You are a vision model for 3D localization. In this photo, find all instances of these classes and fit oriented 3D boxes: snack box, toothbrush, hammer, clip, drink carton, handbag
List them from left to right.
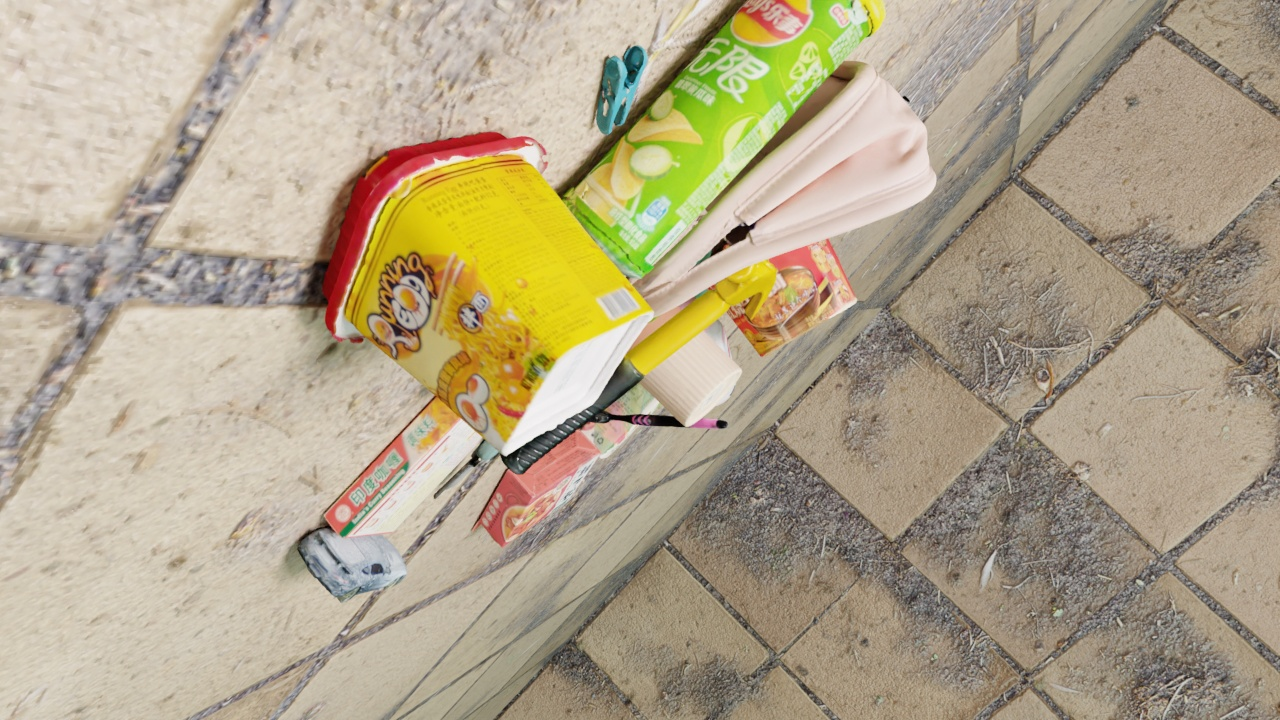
[{"bbox_3d":[-0.160,0.070,0.691,0.156,0.027,0.077,-46,167,3],"label":"snack box"},{"bbox_3d":[-0.115,0.145,1.010,0.113,0.044,0.127,-31,161,-46],"label":"snack box"},{"bbox_3d":[-0.013,-0.149,0.509,0.047,0.014,0.057,-40,164,-30],"label":"clip"},{"bbox_3d":[-0.012,0.052,1.038,0.122,0.045,0.053,-46,172,5],"label":"drink carton"},{"bbox_3d":[-0.005,0.005,0.808,0.301,0.033,0.128,-38,164,15],"label":"hammer"},{"bbox_3d":[0.011,0.063,0.955,0.190,0.014,0.017,0,-176,40],"label":"toothbrush"},{"bbox_3d":[0.077,-0.109,0.650,0.234,0.093,0.193,-35,-165,10],"label":"handbag"}]

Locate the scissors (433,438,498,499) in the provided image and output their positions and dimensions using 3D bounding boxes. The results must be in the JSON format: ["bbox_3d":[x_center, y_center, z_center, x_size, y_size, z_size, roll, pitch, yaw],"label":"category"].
[{"bbox_3d":[-0.113,0.060,0.759,0.177,0.019,0.171,-43,-178,-7],"label":"scissors"}]

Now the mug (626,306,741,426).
[{"bbox_3d":[0.038,0.003,0.908,0.082,0.106,0.114,-46,166,5],"label":"mug"}]

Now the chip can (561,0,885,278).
[{"bbox_3d":[0.045,-0.148,0.558,0.221,0.072,0.072,-47,167,5],"label":"chip can"}]

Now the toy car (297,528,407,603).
[{"bbox_3d":[-0.216,0.151,0.707,0.037,0.054,0.120,-43,167,1],"label":"toy car"}]

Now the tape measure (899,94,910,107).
[{"bbox_3d":[0.246,-0.246,0.948,0.065,0.033,0.066,-45,169,-10],"label":"tape measure"}]

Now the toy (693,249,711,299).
[{"bbox_3d":[0.040,-0.087,0.780,0.091,0.030,0.097,-43,138,-45],"label":"toy"}]

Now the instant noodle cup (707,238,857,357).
[{"bbox_3d":[0.138,-0.076,0.895,0.138,0.108,0.138,-31,177,-2],"label":"instant noodle cup"}]

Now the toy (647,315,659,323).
[{"bbox_3d":[0.006,-0.052,0.814,0.100,0.031,0.096,-47,165,10],"label":"toy"}]

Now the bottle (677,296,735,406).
[{"bbox_3d":[0.069,-0.010,1.030,0.068,0.068,0.197,-43,157,-10],"label":"bottle"}]

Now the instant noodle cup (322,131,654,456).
[{"bbox_3d":[-0.071,-0.031,0.448,0.115,0.123,0.116,-30,160,-50],"label":"instant noodle cup"}]
